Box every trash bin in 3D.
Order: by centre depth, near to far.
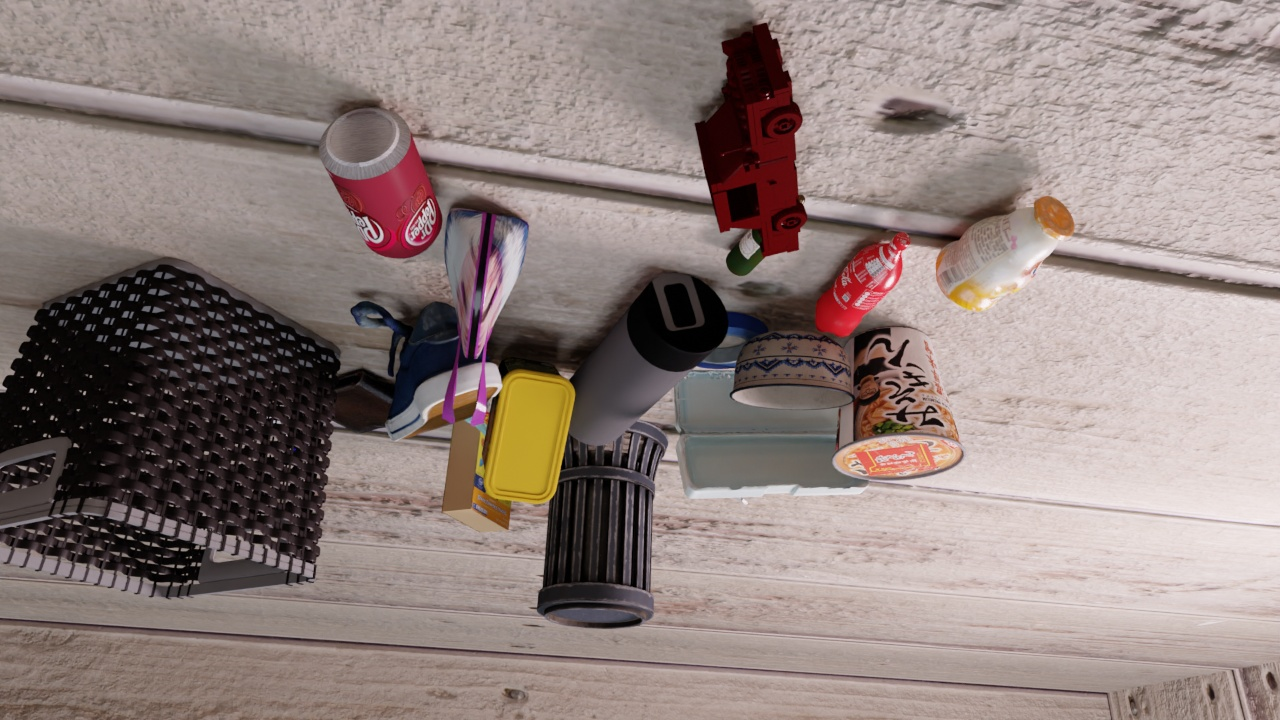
[{"bbox_3d":[-0.050,0.204,1.133,0.164,0.227,0.164,2,153,1],"label":"trash bin"}]

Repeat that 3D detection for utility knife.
[{"bbox_3d":[-0.163,0.093,1.042,0.168,0.015,0.022,39,159,28],"label":"utility knife"}]

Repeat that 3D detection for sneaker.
[{"bbox_3d":[-0.222,0.006,0.936,0.120,0.127,0.295,-17,172,-23],"label":"sneaker"}]

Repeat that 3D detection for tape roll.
[{"bbox_3d":[0.081,-0.019,0.915,0.091,0.016,0.093,10,152,-15],"label":"tape roll"}]

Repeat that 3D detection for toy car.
[{"bbox_3d":[0.074,-0.138,0.619,0.062,0.070,0.170,-14,151,5],"label":"toy car"}]

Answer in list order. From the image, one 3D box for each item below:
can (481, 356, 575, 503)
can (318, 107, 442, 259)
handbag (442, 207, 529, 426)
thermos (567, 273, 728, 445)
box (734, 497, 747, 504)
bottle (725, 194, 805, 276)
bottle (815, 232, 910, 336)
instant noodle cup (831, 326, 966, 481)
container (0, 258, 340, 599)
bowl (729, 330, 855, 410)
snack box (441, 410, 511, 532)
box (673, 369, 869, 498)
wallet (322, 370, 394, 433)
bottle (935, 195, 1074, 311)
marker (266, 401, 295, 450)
[{"bbox_3d":[-0.120,0.067,0.947,0.072,0.131,0.101,10,-171,-15],"label":"can"},{"bbox_3d":[-0.186,-0.126,0.671,0.063,0.063,0.114,1,153,3],"label":"can"},{"bbox_3d":[-0.134,-0.028,0.743,0.068,0.169,0.145,7,153,-10],"label":"handbag"},{"bbox_3d":[-0.005,0.005,0.896,0.082,0.082,0.241,12,152,-19],"label":"thermos"},{"bbox_3d":[0.138,0.127,1.124,0.081,0.091,0.161,33,147,-15],"label":"box"},{"bbox_3d":[0.102,-0.102,0.739,0.025,0.025,0.106,12,152,-19],"label":"bottle"},{"bbox_3d":[0.191,-0.066,0.785,0.042,0.041,0.142,8,153,-11],"label":"bottle"},{"bbox_3d":[0.248,0.040,0.902,0.123,0.121,0.124,2,153,1],"label":"instant noodle cup"},{"bbox_3d":[-0.464,0.078,0.897,0.248,0.243,0.245,-12,150,27],"label":"container"},{"bbox_3d":[0.143,0.007,0.864,0.115,0.059,0.115,3,167,1],"label":"bowl"},{"bbox_3d":[-0.194,0.136,1.121,0.040,0.125,0.088,-8,151,20],"label":"snack box"},{"bbox_3d":[0.131,0.076,0.939,0.197,0.135,0.043,1,156,-17],"label":"box"},{"bbox_3d":[-0.330,0.052,1.076,0.120,0.031,0.099,-14,146,31],"label":"wallet"},{"bbox_3d":[0.285,-0.085,0.720,0.063,0.063,0.109,14,150,-22],"label":"bottle"},{"bbox_3d":[-0.452,0.082,1.153,0.020,0.020,0.142,2,153,1],"label":"marker"}]
